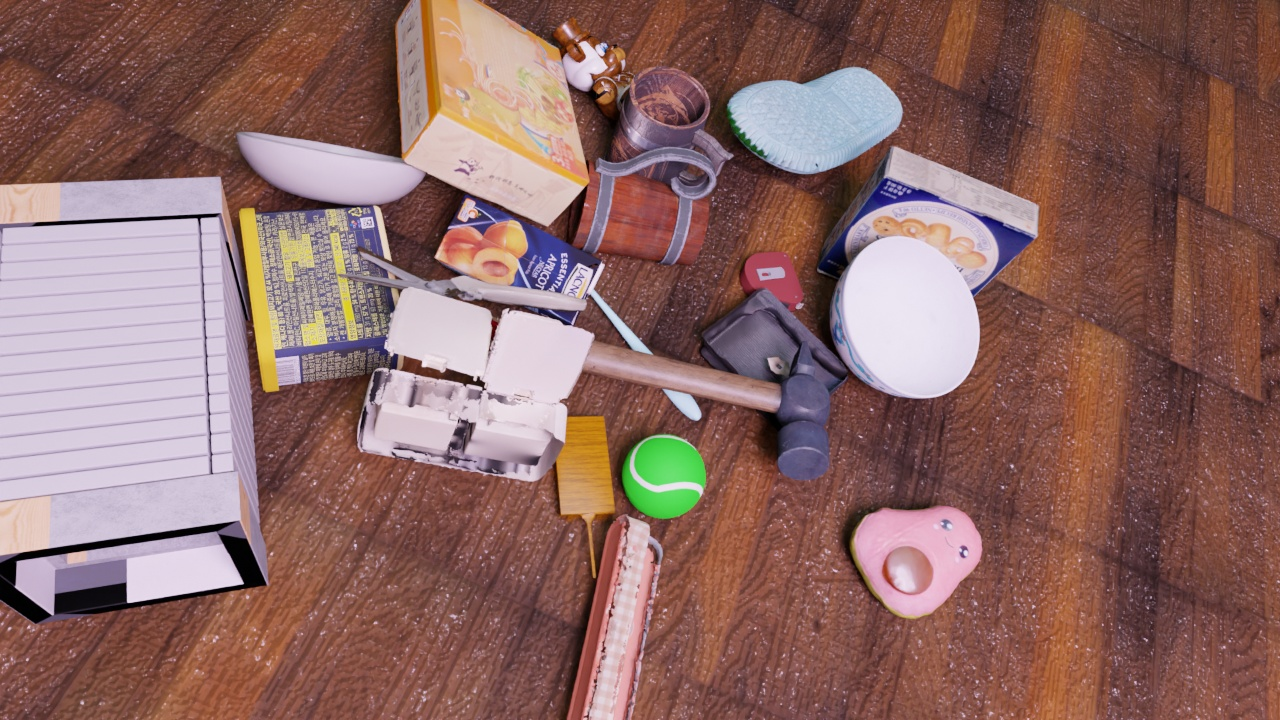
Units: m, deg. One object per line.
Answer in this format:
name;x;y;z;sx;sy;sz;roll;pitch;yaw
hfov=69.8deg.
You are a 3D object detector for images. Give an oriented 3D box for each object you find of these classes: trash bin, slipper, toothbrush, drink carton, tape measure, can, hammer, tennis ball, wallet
trash bin;-0.339;0.023;0.609;0.142;0.143;0.246;-6;64;-18
slipper;0.179;-0.239;0.941;0.116;0.070;0.275;49;46;12
toothbrush;-0.007;-0.018;0.797;0.016;0.016;0.180;-40;78;0
drink carton;-0.101;-0.082;0.779;0.130;0.040;0.064;26;88;0
tape measure;0.122;-0.074;0.859;0.051;0.019;0.059;-7;64;-19
can;-0.248;-0.052;0.717;0.104;0.075;0.135;-8;64;-22
hammer;-0.004;0.004;0.740;0.321;0.040;0.129;13;45;-4
tennis ball;0.018;0.090;0.715;0.065;0.065;0.065;7;61;-12
wallet;0.117;0.001;0.813;0.089;0.026;0.115;-37;77;-28

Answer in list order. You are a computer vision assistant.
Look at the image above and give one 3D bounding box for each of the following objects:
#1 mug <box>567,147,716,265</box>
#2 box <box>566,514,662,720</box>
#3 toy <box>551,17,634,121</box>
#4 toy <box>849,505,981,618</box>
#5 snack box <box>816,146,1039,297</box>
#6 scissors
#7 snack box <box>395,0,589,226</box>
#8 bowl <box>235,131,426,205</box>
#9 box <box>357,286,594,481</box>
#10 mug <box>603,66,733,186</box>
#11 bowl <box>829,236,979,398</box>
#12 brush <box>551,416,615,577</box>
mug;0.003;-0.140;0.809;0.111;0.118;0.081;10;46;-14
box;-0.016;0.205;0.652;0.067;0.057;0.186;34;54;-34
toy;-0.037;-0.285;0.899;0.112;0.067;0.087;53;24;-13
toy;0.226;0.155;0.744;0.109;0.051;0.090;-21;70;-25
snack box;0.259;-0.111;0.843;0.144;0.145;0.042;20;57;-4
scissors;-0.116;-0.042;0.697;0.198;0.015;0.178;37;31;24
snack box;-0.136;-0.222;0.801;0.145;0.081;0.195;20;42;-37
bowl;-0.253;-0.153;0.755;0.149;0.149;0.043;9;102;-11
box;-0.117;0.018;0.648;0.143;0.181;0.080;12;60;-16
mug;0.027;-0.194;0.848;0.116;0.107;0.079;42;60;10
bowl;0.221;-0.031;0.821;0.143;0.074;0.143;6;75;-22
brush;-0.044;0.104;0.718;0.048;0.017;0.126;0;62;-15
